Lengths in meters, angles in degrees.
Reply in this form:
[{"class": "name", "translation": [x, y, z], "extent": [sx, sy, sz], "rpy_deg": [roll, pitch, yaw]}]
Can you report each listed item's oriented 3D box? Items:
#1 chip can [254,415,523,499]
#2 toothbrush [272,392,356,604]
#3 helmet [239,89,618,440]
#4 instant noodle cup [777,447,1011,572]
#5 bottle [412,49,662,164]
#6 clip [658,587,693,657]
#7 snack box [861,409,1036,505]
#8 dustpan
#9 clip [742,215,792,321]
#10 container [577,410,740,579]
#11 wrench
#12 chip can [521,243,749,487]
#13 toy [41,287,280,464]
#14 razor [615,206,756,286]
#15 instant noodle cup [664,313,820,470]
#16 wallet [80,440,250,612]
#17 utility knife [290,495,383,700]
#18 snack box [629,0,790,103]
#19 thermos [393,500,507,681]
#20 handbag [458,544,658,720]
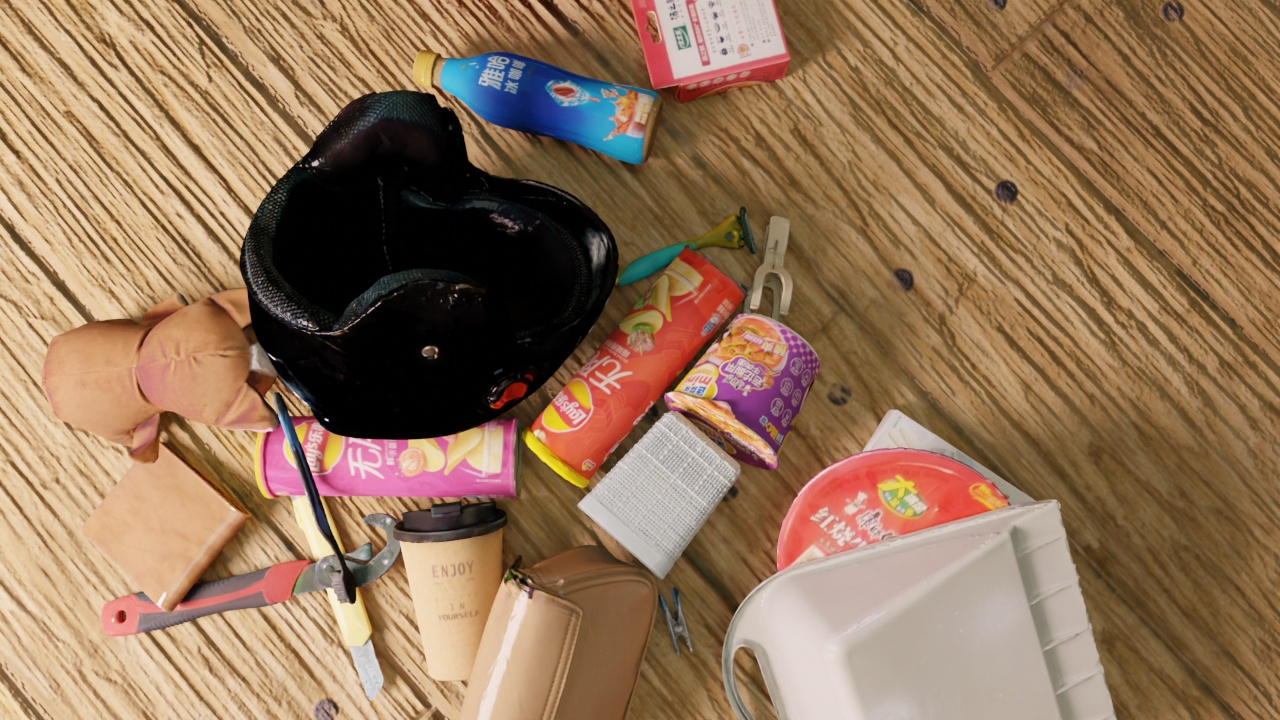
[{"class": "chip can", "translation": [-0.206, 0.081, 0.771], "extent": [0.210, 0.071, 0.071], "rpy_deg": [1, 84, -1]}, {"class": "toothbrush", "translation": [-0.263, 0.114, 0.736], "extent": [0.016, 0.014, 0.189], "rpy_deg": [-9, 106, 18]}, {"class": "helmet", "translation": [-0.162, -0.054, 0.712], "extent": [0.274, 0.231, 0.233], "rpy_deg": [-1, 51, -24]}, {"class": "instant noodle cup", "translation": [0.209, 0.153, 0.748], "extent": [0.194, 0.065, 0.194], "rpy_deg": [3, 106, 11]}, {"class": "bottle", "translation": [-0.092, -0.231, 0.809], "extent": [0.219, 0.065, 0.065], "rpy_deg": [15, 84, 1]}, {"class": "clip", "translation": [0.031, 0.223, 0.782], "extent": [0.038, 0.026, 0.058], "rpy_deg": [-14, 84, -10]}, {"class": "snack box", "translation": [0.261, 0.119, 0.794], "extent": [0.157, 0.027, 0.084], "rpy_deg": [34, 85, 4]}, {"class": "dustpan", "translation": [0.207, 0.241, 0.734], "extent": [0.257, 0.143, 0.223], "rpy_deg": [-22, 101, -13]}, {"class": "clip", "translation": [0.115, -0.076, 0.795], "extent": [0.035, 0.092, 0.103], "rpy_deg": [13, 95, 1]}, {"class": "container", "translation": [0.017, 0.108, 0.763], "extent": [0.090, 0.090, 0.111], "rpy_deg": [41, 82, 3]}, {"class": "wrench", "translation": [-0.329, 0.189, 0.778], "extent": [0.273, 0.016, 0.056], "rpy_deg": [-17, 81, 3]}, {"class": "chip can", "translation": [-0.005, 0.005, 0.776], "extent": [0.073, 0.073, 0.216], "rpy_deg": [41, 87, 4]}, {"class": "toy", "translation": [-0.379, 0.010, 0.758], "extent": [0.200, 0.130, 0.140], "rpy_deg": [-11, 85, 19]}, {"class": "razor", "translation": [0.037, -0.095, 0.815], "extent": [0.132, 0.028, 0.043], "rpy_deg": [-23, 122, -4]}, {"class": "instant noodle cup", "translation": [0.092, 0.022, 0.768], "extent": [0.111, 0.112, 0.099], "rpy_deg": [35, 76, 3]}, {"class": "wallet", "translation": [-0.405, 0.138, 0.781], "extent": [0.115, 0.020, 0.101], "rpy_deg": [36, 81, 15]}, {"class": "utility knife", "translation": [-0.259, 0.194, 0.785], "extent": [0.031, 0.020, 0.196], "rpy_deg": [-23, 78, 2]}, {"class": "snack box", "translation": [0.058, -0.301, 0.829], "extent": [0.127, 0.044, 0.113], "rpy_deg": [-13, 85, -3]}, {"class": "thermos", "translation": [-0.151, 0.183, 0.754], "extent": [0.093, 0.093, 0.143], "rpy_deg": [-5, 92, -1]}, {"class": "handbag", "translation": [-0.072, 0.247, 0.724], "extent": [0.100, 0.147, 0.204], "rpy_deg": [14, 86, 44]}]
